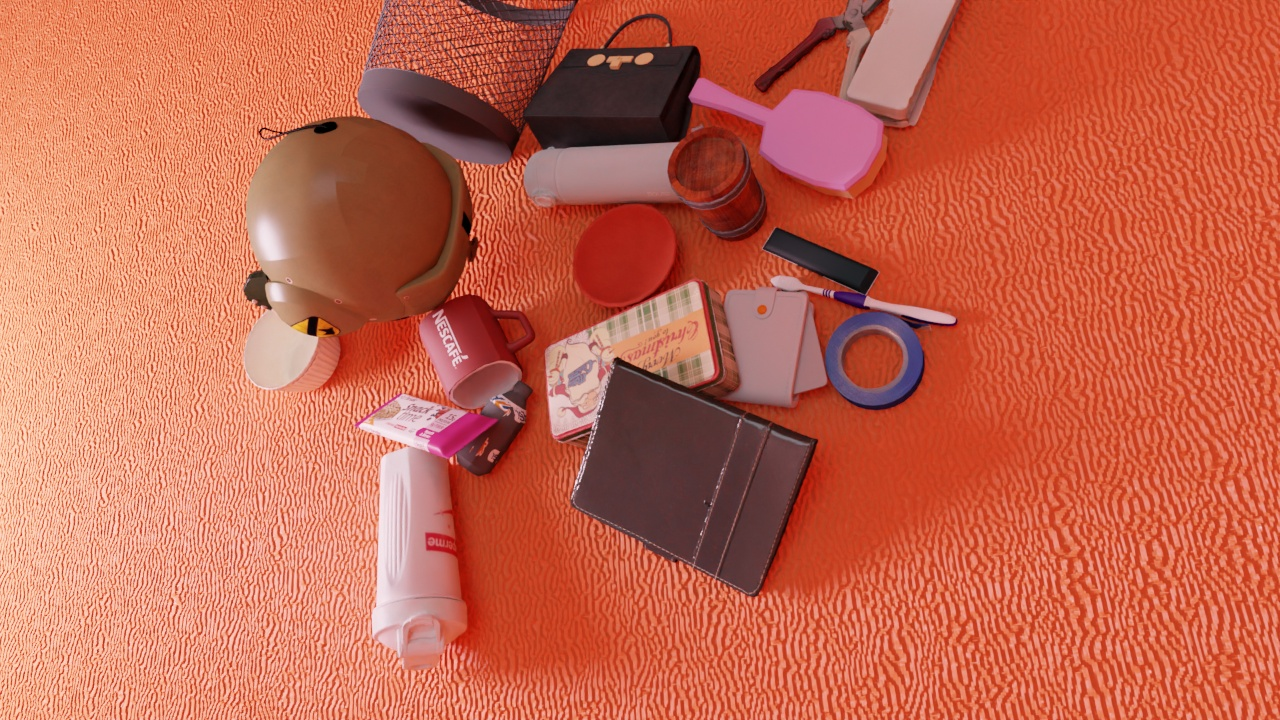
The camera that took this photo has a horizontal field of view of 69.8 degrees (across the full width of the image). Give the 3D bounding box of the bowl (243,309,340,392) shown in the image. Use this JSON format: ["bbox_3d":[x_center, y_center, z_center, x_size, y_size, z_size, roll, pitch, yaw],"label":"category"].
[{"bbox_3d":[-0.424,-0.011,1.136,0.115,0.062,0.115,-8,69,21],"label":"bowl"}]

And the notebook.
[{"bbox_3d":[0.043,0.110,0.866,0.209,0.029,0.170,24,106,23],"label":"notebook"}]

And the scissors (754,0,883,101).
[{"bbox_3d":[0.214,-0.340,0.999,0.199,0.015,0.179,-23,64,15],"label":"scissors"}]

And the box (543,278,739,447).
[{"bbox_3d":[-0.006,0.005,0.934,0.206,0.050,0.117,-21,66,27],"label":"box"}]

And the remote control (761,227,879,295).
[{"bbox_3d":[0.180,-0.103,0.931,0.124,0.012,0.028,29,85,29],"label":"remote control"}]

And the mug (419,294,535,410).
[{"bbox_3d":[-0.175,-0.018,1.020,0.116,0.080,0.096,-32,62,3],"label":"mug"}]

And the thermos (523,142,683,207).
[{"bbox_3d":[-0.032,-0.208,1.032,0.207,0.065,0.077,3,60,25],"label":"thermos"}]

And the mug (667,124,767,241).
[{"bbox_3d":[0.081,-0.192,0.949,0.082,0.111,0.117,-19,65,17],"label":"mug"}]

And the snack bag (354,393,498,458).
[{"bbox_3d":[-0.239,0.068,1.004,0.197,0.016,0.070,10,38,45],"label":"snack bag"}]

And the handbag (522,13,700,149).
[{"bbox_3d":[-0.016,-0.338,1.085,0.176,0.072,0.195,8,65,26],"label":"handbag"}]

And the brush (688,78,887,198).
[{"bbox_3d":[0.151,-0.245,0.969,0.229,0.043,0.089,31,96,29],"label":"brush"}]

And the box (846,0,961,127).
[{"bbox_3d":[0.283,-0.338,0.950,0.084,0.067,0.198,14,76,47],"label":"box"}]

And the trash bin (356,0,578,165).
[{"bbox_3d":[-0.207,-0.379,1.092,0.218,0.217,0.227,13,81,27],"label":"trash bin"}]

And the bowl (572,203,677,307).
[{"bbox_3d":[-0.012,-0.109,1.004,0.122,0.035,0.121,-8,69,21],"label":"bowl"}]

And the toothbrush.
[{"bbox_3d":[0.215,-0.058,0.897,0.187,0.016,0.015,16,78,25],"label":"toothbrush"}]

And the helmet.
[{"bbox_3d":[-0.297,-0.144,1.005,0.233,0.255,0.250,-5,71,26],"label":"helmet"}]

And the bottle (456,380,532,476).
[{"bbox_3d":[-0.156,0.072,0.997,0.047,0.047,0.112,33,87,30],"label":"bottle"}]

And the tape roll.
[{"bbox_3d":[0.222,0.000,0.872,0.091,0.016,0.093,13,77,27],"label":"tape roll"}]

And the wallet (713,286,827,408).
[{"bbox_3d":[0.133,-0.014,0.904,0.115,0.037,0.118,5,76,28],"label":"wallet"}]

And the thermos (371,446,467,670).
[{"bbox_3d":[-0.235,0.203,0.959,0.099,0.099,0.220,-19,61,16],"label":"thermos"}]
